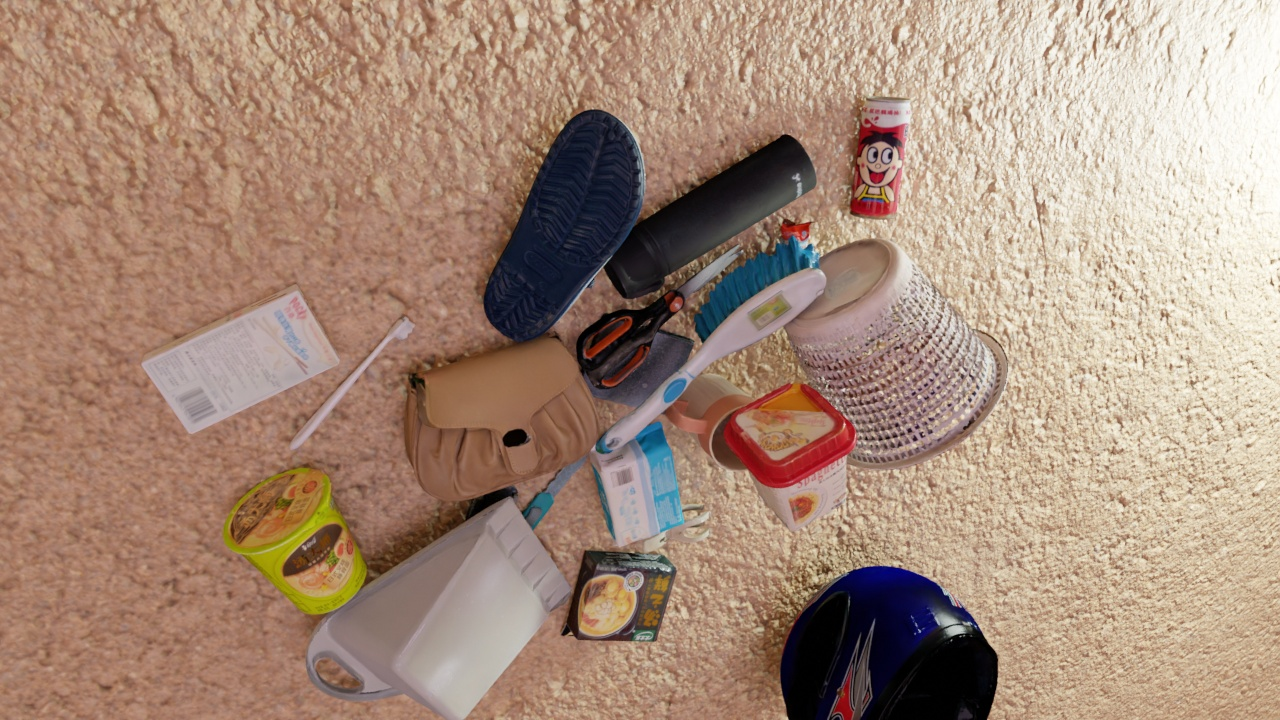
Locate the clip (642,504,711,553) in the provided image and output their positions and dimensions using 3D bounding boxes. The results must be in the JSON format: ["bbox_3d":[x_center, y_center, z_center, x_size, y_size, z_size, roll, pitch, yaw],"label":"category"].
[{"bbox_3d":[0.038,0.208,1.136,0.100,0.074,0.035,-14,117,-22],"label":"clip"}]

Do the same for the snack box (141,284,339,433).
[{"bbox_3d":[-0.381,-0.001,0.881,0.156,0.027,0.085,-27,118,-11],"label":"snack box"}]

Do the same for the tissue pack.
[{"bbox_3d":[-0.004,0.147,1.078,0.090,0.063,0.140,-17,115,-14],"label":"tissue pack"}]

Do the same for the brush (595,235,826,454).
[{"bbox_3d":[0.070,-0.014,1.006,0.315,0.109,0.060,-35,123,14],"label":"brush"}]

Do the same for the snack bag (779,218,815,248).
[{"bbox_3d":[0.176,-0.115,1.068,0.045,0.026,0.105,-13,118,-30],"label":"snack bag"}]

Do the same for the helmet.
[{"bbox_3d":[0.302,0.425,1.212,0.247,0.240,0.315,33,85,-29],"label":"helmet"}]

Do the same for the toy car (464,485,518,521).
[{"bbox_3d":[-0.175,0.177,1.037,0.049,0.031,0.106,17,105,-28],"label":"toy car"}]

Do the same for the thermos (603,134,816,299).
[{"bbox_3d":[0.072,-0.149,0.996,0.242,0.068,0.090,-32,152,-6],"label":"thermos"}]

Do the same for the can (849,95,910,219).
[{"bbox_3d":[0.273,-0.231,1.045,0.053,0.053,0.133,-6,113,-21],"label":"can"}]

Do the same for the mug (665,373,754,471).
[{"bbox_3d":[0.082,0.067,1.057,0.114,0.106,0.082,8,107,-25],"label":"mug"}]

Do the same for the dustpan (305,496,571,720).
[{"bbox_3d":[-0.236,0.288,1.036,0.257,0.143,0.223,-53,144,-27],"label":"dustpan"}]

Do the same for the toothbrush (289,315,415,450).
[{"bbox_3d":[-0.295,0.025,0.935,0.180,0.016,0.016,-48,126,0],"label":"toothbrush"}]

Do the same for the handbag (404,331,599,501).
[{"bbox_3d":[-0.145,0.062,0.964,0.204,0.100,0.148,-18,113,-19],"label":"handbag"}]

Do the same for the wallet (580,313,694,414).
[{"bbox_3d":[-0.006,0.006,1.047,0.120,0.019,0.097,15,104,-25],"label":"wallet"}]

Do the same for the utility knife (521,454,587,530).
[{"bbox_3d":[-0.131,0.187,1.070,0.029,0.013,0.219,36,94,-30],"label":"utility knife"}]

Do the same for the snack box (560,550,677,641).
[{"bbox_3d":[-0.027,0.302,1.144,0.113,0.053,0.126,9,102,-26],"label":"snack box"}]

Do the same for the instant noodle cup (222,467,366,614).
[{"bbox_3d":[-0.341,0.192,0.938,0.111,0.111,0.123,-28,127,-11],"label":"instant noodle cup"}]

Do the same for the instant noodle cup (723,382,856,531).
[{"bbox_3d":[0.165,0.108,0.989,0.116,0.116,0.124,-27,131,-11],"label":"instant noodle cup"}]

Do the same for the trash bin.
[{"bbox_3d":[0.267,-0.021,1.035,0.227,0.227,0.192,-41,116,-3],"label":"trash bin"}]

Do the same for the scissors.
[{"bbox_3d":[0.022,-0.063,0.995,0.235,0.022,0.139,-53,138,5],"label":"scissors"}]

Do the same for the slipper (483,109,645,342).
[{"bbox_3d":[-0.069,-0.128,0.919,0.105,0.095,0.253,32,114,-2],"label":"slipper"}]
